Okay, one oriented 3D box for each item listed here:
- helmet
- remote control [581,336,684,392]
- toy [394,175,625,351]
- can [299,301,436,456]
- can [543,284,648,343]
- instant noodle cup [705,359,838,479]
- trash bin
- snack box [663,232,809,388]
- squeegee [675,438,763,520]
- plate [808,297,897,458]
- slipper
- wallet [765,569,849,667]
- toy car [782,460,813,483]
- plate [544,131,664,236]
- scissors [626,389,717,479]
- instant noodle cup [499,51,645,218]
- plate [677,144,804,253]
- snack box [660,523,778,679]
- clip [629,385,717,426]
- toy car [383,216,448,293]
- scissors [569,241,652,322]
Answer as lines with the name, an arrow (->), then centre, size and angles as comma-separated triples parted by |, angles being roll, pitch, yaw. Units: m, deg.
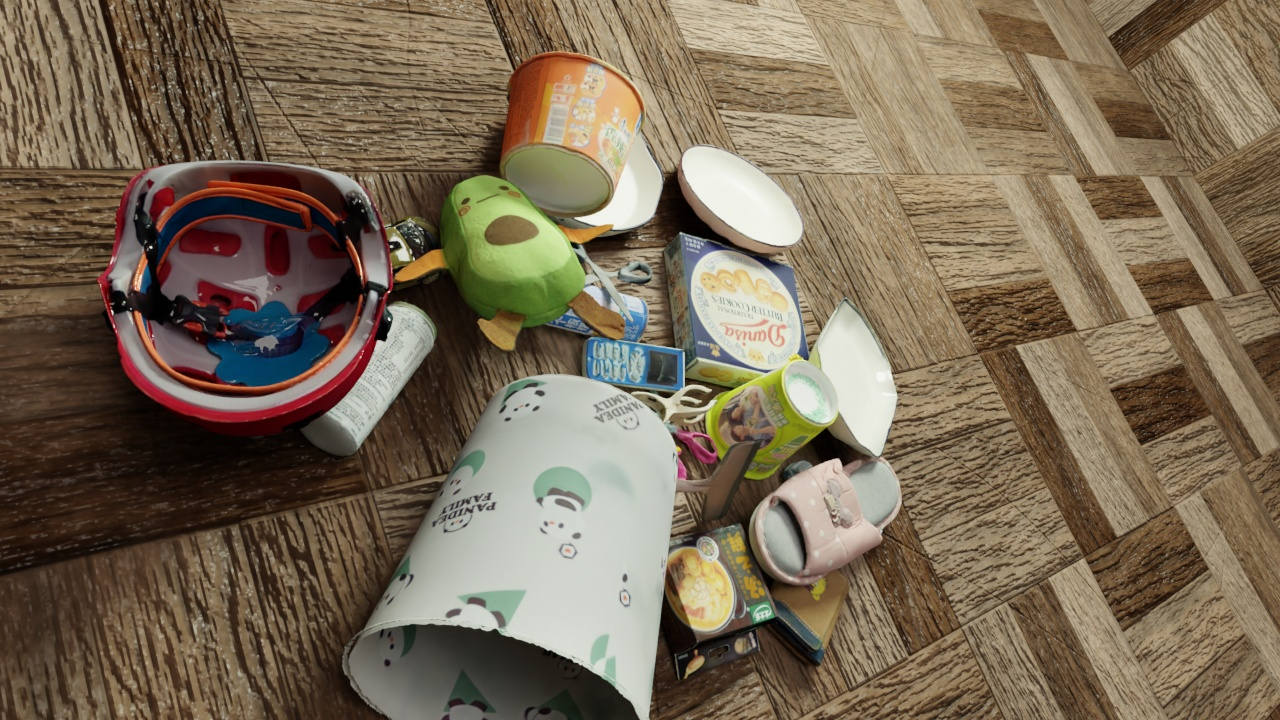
helmet -> -0.302, -0.034, 0.732 | 0.207, 0.144, 0.239 | -1, 62, -12
remote control -> -0.006, 0.006, 1.002 | 0.124, 0.024, 0.049 | 8, 76, -27
toy -> -0.124, -0.099, 0.888 | 0.226, 0.090, 0.246 | -14, 48, -27
can -> -0.239, 0.014, 0.813 | 0.058, 0.058, 0.146 | 37, 48, -12
can -> -0.060, -0.056, 0.988 | 0.134, 0.053, 0.053 | 13, 57, -30
instant noodle cup -> 0.153, 0.061, 1.027 | 0.111, 0.124, 0.111 | 18, 55, -27
trash bin -> -0.081, 0.162, 0.741 | 0.229, 0.230, 0.251 | 32, 44, -17
snack box -> 0.121, -0.053, 1.125 | 0.177, 0.046, 0.182 | 12, 57, -30
squeegee -> -0.025, 0.091, 0.887 | 0.249, 0.248, 0.040 | 20, 66, 7
plate -> 0.262, 0.021, 1.147 | 0.162, 0.034, 0.264 | 59, 30, -10
slipper -> 0.221, 0.168, 1.018 | 0.273, 0.055, 0.114 | -14, 80, -44
wallet -> 0.180, 0.260, 0.995 | 0.090, 0.033, 0.115 | 45, 44, -4
toy car -> 0.201, 0.159, 1.068 | 0.042, 0.034, 0.090 | -26, 82, -46
plate -> -0.069, -0.232, 1.093 | 0.204, 0.046, 0.204 | 18, 55, -28
scissors -> 0.036, 0.075, 1.009 | 0.118, 0.017, 0.133 | -1, 61, -33
instant noodle cup -> -0.077, -0.228, 0.961 | 0.151, 0.152, 0.111 | 23, 61, -24
plate -> 0.126, -0.206, 1.205 | 0.192, 0.039, 0.192 | 22, 40, -20
snack box -> 0.071, 0.238, 0.918 | 0.113, 0.053, 0.125 | -5, 62, -38
clip -> 0.034, 0.052, 0.996 | 0.099, 0.035, 0.070 | -11, 64, -33
toy car -> -0.247, -0.101, 0.889 | 0.157, 0.042, 0.070 | -28, 83, -45
scissors -> -0.040, -0.092, 1.002 | 0.159, 0.014, 0.178 | 5, 36, -36
